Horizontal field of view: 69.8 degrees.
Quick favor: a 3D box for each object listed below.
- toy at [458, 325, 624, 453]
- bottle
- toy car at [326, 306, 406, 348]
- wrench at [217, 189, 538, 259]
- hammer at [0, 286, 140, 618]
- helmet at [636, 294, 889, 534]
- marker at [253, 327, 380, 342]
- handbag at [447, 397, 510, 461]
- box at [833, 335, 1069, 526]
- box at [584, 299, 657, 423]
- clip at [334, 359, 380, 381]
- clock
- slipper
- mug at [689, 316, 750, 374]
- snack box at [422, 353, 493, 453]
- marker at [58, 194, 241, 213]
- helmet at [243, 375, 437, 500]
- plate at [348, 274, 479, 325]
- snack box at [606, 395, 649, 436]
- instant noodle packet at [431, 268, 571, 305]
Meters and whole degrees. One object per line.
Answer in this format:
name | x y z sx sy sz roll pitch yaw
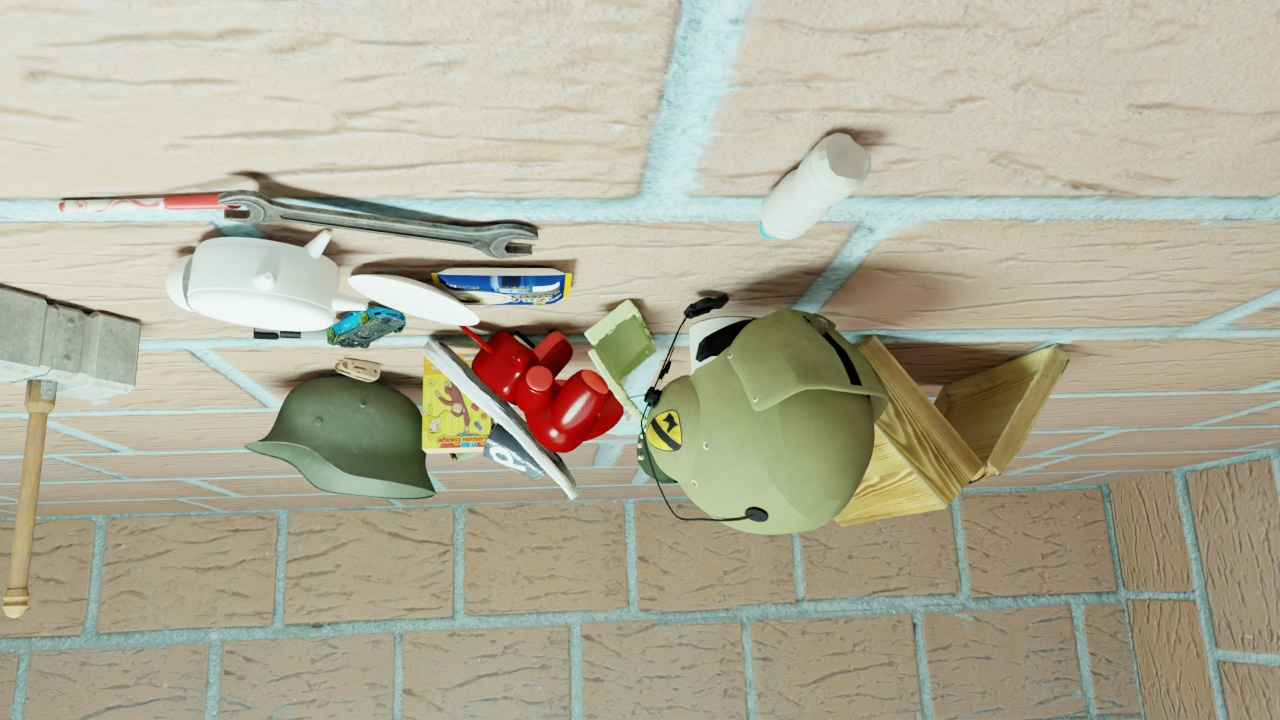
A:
toy | -0.123 0.022 1.119 0.197 0.120 0.158 37 177 15
bottle | 0.129 -0.129 0.721 0.044 0.044 0.136 2 165 -17
toy car | -0.306 -0.040 1.024 0.106 0.032 0.048 -19 158 34
wrench | -0.209 -0.112 0.773 0.272 0.010 0.070 3 164 -33
hammer | -0.623 0.099 0.941 0.083 0.317 0.162 -9 164 26
helmet | 0.137 0.055 0.975 0.249 0.255 0.233 7 166 -37
marker | -0.378 -0.032 1.077 0.140 0.016 0.016 3 165 -18
handbag | -0.263 0.075 1.343 0.113 0.117 0.187 -25 -159 -25
box | 0.411 0.070 1.357 0.335 0.286 0.280 -38 179 -24
box | -0.007 0.003 1.098 0.082 0.098 0.188 -37 167 -1
clip | -0.378 0.010 1.233 0.061 0.025 0.049 7 160 -7
clock | -0.342 -0.075 0.837 0.161 0.072 0.125 -3 167 32
slipper | -0.182 0.083 1.138 0.063 0.264 0.111 -42 -174 -2
mug | 0.123 0.001 1.134 0.121 0.090 0.091 -3 166 4
snack box | -0.243 0.058 1.225 0.088 0.125 0.040 -1 166 -4
marker | -0.388 -0.124 0.726 0.142 0.012 0.013 -2 166 0
helmet | -0.415 0.102 1.308 0.267 0.153 0.228 13 162 -25
plate | -0.228 -0.065 0.931 0.134 0.011 0.135 14 167 3
snack box | 0.016 0.089 1.539 0.175 0.053 0.075 -13 161 33
instant noodle packet | -0.138 -0.076 0.925 0.134 0.026 0.087 0 169 -6
